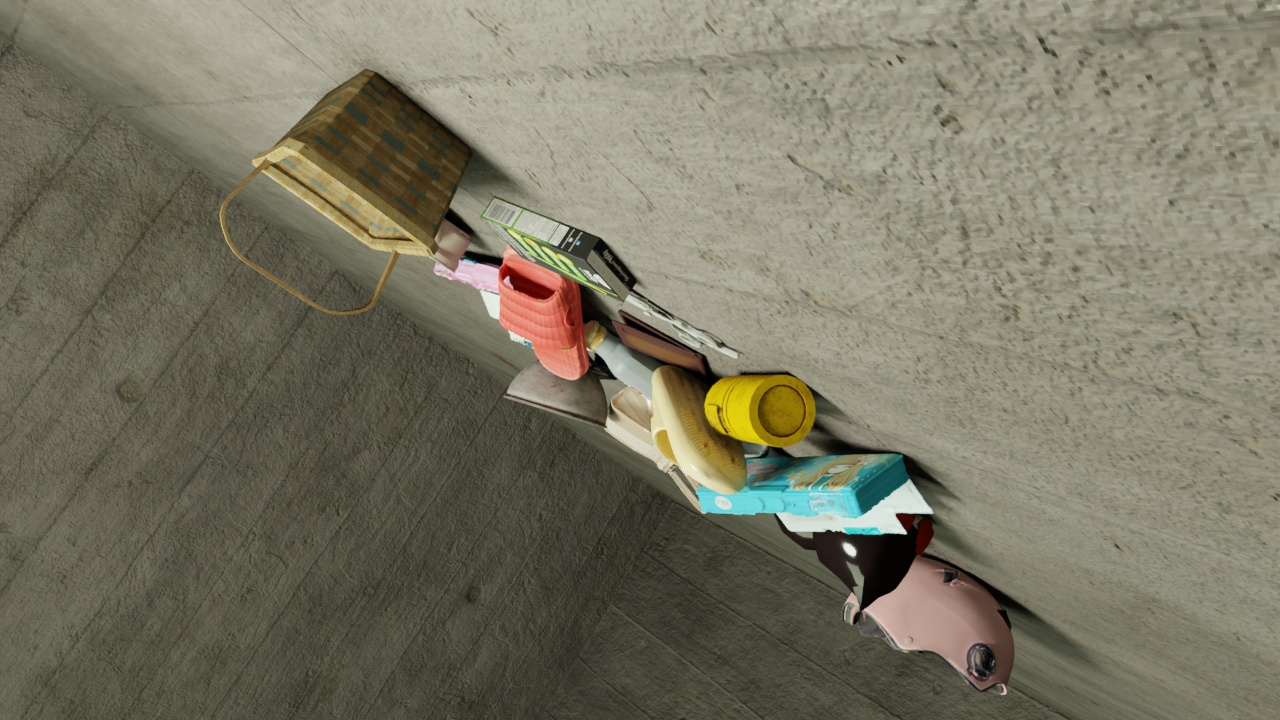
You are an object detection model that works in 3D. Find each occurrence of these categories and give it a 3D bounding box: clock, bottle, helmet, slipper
[{"bbox_3d":[-0.256,-0.159,1.109,0.103,0.061,0.157,33,178,-4],"label":"clock"},{"bbox_3d":[-0.007,0.007,1.162,0.161,0.046,0.072,36,-168,-22],"label":"bottle"},{"bbox_3d":[0.439,0.383,1.354,0.255,0.152,0.230,31,168,-1],"label":"helmet"},{"bbox_3d":[-0.118,-0.045,1.077,0.103,0.059,0.249,25,151,20],"label":"slipper"},{"bbox_3d":[0.112,0.049,0.948,0.071,0.071,0.164,34,171,-12],"label":"bottle"},{"bbox_3d":[0.053,0.087,1.043,0.111,0.079,0.261,32,-164,-17],"label":"slipper"},{"bbox_3d":[-0.098,-0.019,1.313,0.111,0.063,0.264,40,171,-39],"label":"slipper"}]

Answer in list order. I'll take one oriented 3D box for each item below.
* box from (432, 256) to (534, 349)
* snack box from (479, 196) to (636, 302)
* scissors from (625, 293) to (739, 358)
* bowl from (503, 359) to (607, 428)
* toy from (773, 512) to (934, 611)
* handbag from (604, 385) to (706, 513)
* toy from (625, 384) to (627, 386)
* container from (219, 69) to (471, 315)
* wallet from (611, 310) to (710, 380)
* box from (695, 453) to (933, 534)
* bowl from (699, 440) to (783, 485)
[{"bbox_3d":[-0.179,-0.085,1.248,0.160,0.062,0.231,48,164,-32],"label":"box"},{"bbox_3d":[-0.081,-0.109,0.895,0.148,0.025,0.080,26,169,35],"label":"snack box"},{"bbox_3d":[0.023,-0.046,0.924,0.161,0.014,0.118,34,172,-29],"label":"scissors"},{"bbox_3d":[-0.106,0.039,1.241,0.145,0.067,0.145,17,175,1],"label":"bowl"},{"bbox_3d":[0.241,0.211,1.141,0.184,0.140,0.159,24,168,43],"label":"toy"},{"bbox_3d":[0.032,0.133,1.281,0.198,0.062,0.176,52,167,8],"label":"handbag"},{"bbox_3d":[0.028,0.055,1.366,0.094,0.036,0.094,30,168,-27],"label":"toy"},{"bbox_3d":[-0.280,-0.146,0.852,0.157,0.186,0.250,37,170,-28],"label":"container"},{"bbox_3d":[0.026,-0.014,1.072,0.116,0.018,0.091,27,169,17],"label":"wallet"},{"bbox_3d":[0.192,0.141,0.990,0.170,0.085,0.228,17,164,-35],"label":"box"},{"bbox_3d":[0.148,0.138,1.273,0.137,0.136,0.057,26,129,36],"label":"bowl"}]
